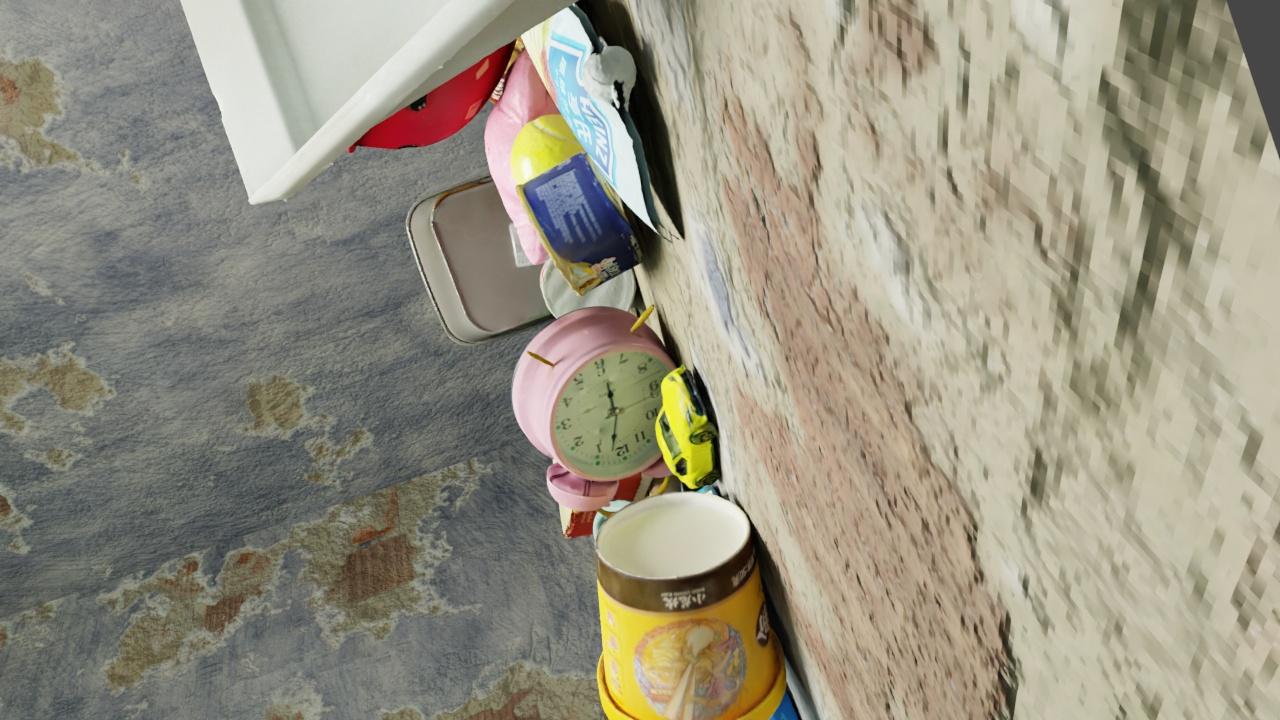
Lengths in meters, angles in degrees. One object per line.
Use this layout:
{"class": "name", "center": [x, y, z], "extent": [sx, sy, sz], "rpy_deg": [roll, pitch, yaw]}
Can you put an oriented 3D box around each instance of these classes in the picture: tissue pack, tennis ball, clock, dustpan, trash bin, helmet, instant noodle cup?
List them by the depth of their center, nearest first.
{"class": "dustpan", "center": [-0.105, -0.192, 0.286], "extent": [0.142, 0.258, 0.222], "rpy_deg": [-32, -75, -71]}
{"class": "instant noodle cup", "center": [0.026, 0.152, 0.561], "extent": [0.118, 0.118, 0.114], "rpy_deg": [-120, 20, -67]}
{"class": "tissue pack", "center": [0.095, 0.293, 0.627], "extent": [0.095, 0.052, 0.157], "rpy_deg": [82, 168, -64]}
{"class": "clock", "center": [-0.021, 0.043, 0.642], "extent": [0.060, 0.117, 0.159], "rpy_deg": [43, 152, 55]}
{"class": "tennis ball", "center": [-0.059, -0.141, 0.650], "extent": [0.065, 0.065, 0.065], "rpy_deg": [160, 91, -85]}
{"class": "helmet", "center": [-0.169, -0.279, 0.755], "extent": [0.207, 0.143, 0.239], "rpy_deg": [132, 137, -64]}
{"class": "trash bin", "center": [-0.148, -0.124, 1.039], "extent": [0.220, 0.198, 0.199], "rpy_deg": [-165, 55, -75]}

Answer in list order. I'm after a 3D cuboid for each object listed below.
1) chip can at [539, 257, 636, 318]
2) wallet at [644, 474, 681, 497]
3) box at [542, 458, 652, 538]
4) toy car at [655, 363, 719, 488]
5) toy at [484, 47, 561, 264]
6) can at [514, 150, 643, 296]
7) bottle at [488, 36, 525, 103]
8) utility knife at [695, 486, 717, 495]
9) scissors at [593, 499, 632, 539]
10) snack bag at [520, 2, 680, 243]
{"class": "chip can", "center": [-0.051, -0.067, 0.799], "extent": [0.215, 0.071, 0.071], "rpy_deg": [-139, 31, -81]}
{"class": "wallet", "center": [0.018, 0.105, 0.756], "extent": [0.090, 0.033, 0.115], "rpy_deg": [100, 164, -70]}
{"class": "box", "center": [-0.043, 0.086, 0.771], "extent": [0.169, 0.077, 0.091], "rpy_deg": [108, 155, -62]}
{"class": "toy car", "center": [0.027, 0.045, 0.586], "extent": [0.105, 0.032, 0.048], "rpy_deg": [82, 169, -56]}
{"class": "toy", "center": [-0.094, -0.185, 0.797], "extent": [0.195, 0.074, 0.178], "rpy_deg": [100, 168, -75]}
{"class": "can", "center": [-0.036, -0.084, 0.577], "extent": [0.074, 0.049, 0.148], "rpy_deg": [62, -179, 2]}
{"class": "bottle", "center": [-0.149, -0.318, 0.999], "extent": [0.175, 0.057, 0.057], "rpy_deg": [172, 80, -85]}
{"class": "utility knife", "center": [0.047, 0.111, 0.683], "extent": [0.179, 0.018, 0.034], "rpy_deg": [97, 155, -77]}
{"class": "scissors", "center": [0.026, 0.186, 0.692], "extent": [0.170, 0.019, 0.179], "rpy_deg": [11, 114, 46]}
{"class": "snack bag", "center": [-0.030, -0.149, 0.483], "extent": [0.110, 0.039, 0.191], "rpy_deg": [80, 168, -45]}
